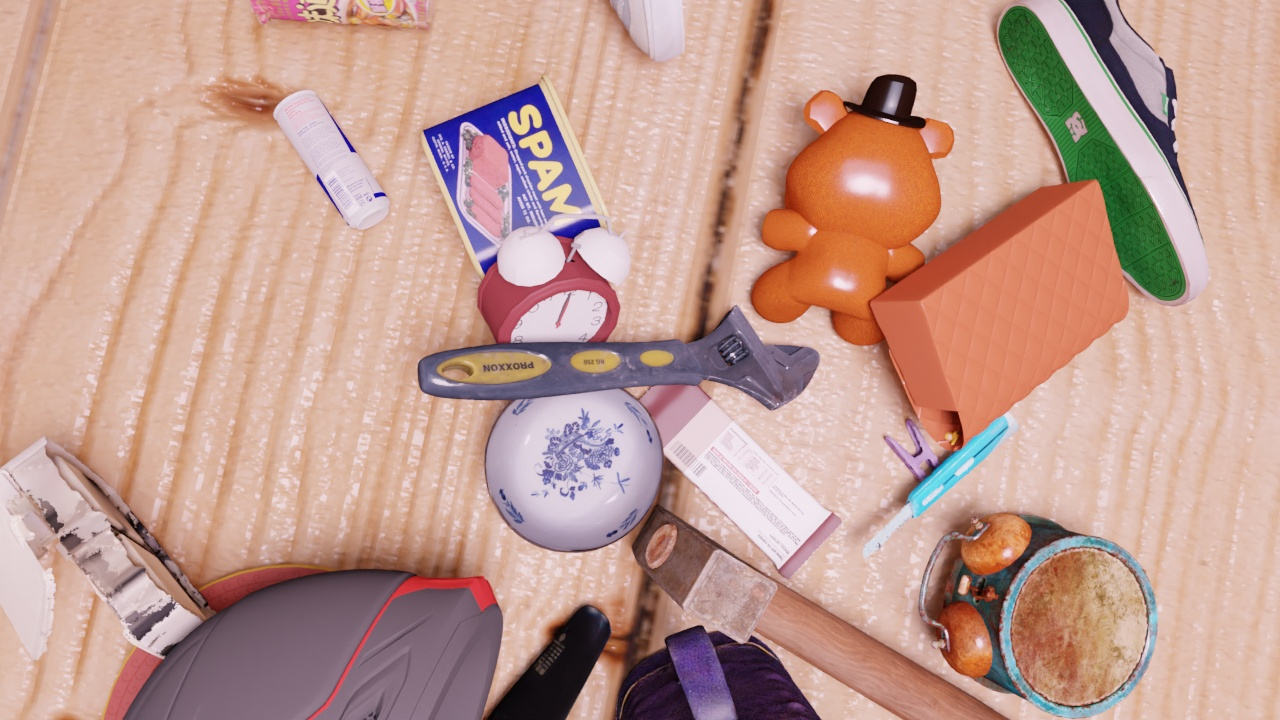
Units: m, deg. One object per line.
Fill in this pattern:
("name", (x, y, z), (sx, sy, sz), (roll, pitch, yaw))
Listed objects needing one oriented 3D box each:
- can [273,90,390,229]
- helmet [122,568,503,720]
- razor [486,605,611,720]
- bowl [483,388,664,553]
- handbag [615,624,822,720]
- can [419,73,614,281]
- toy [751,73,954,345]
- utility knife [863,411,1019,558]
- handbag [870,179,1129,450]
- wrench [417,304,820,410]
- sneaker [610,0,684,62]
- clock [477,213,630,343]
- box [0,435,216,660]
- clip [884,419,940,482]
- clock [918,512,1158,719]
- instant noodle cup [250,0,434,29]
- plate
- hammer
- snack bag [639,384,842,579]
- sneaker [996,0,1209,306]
("can", (-0.206, -0.133, 0.615), (0.032, 0.032, 0.095), (-35, 89, -5))
("helmet", (-0.197, 0.224, 0.500), (0.170, 0.164, 0.264), (17, 76, 9))
("razor", (-0.061, 0.232, 0.595), (0.067, 0.054, 0.151), (39, 75, -27))
("bowl", (-0.044, 0.067, 0.603), (0.114, 0.045, 0.114), (0, 85, -4))
("handbag", (0.061, 0.259, 0.520), (0.125, 0.205, 0.222), (-19, 93, -5))
("can", (-0.082, -0.116, 0.610), (0.092, 0.056, 0.116), (-23, 87, -4))
("toy", (0.142, -0.098, 0.604), (0.112, 0.096, 0.176), (17, 113, -2))
("utility knife", (0.202, 0.084, 0.620), (0.151, 0.015, 0.022), (-39, 116, -16))
("handbag", (0.240, -0.031, 0.606), (0.171, 0.060, 0.109), (-32, 106, -21))
("wrench", (-0.003, 0.004, 0.583), (0.273, 0.022, 0.073), (-3, 70, -25))
("sneaker", (-0.033, -0.306, 0.616), (0.091, 0.089, 0.242), (-14, 80, 0))
("clock", (-0.055, -0.042, 0.580), (0.087, 0.125, 0.044), (-4, 48, -32))
("box", (-0.332, 0.117, 0.488), (0.143, 0.193, 0.106), (41, 67, 17))
("clip", (0.191, 0.068, 0.635), (0.035, 0.013, 0.052), (-33, 91, -4))
("clock", (0.248, 0.159, 0.599), (0.157, 0.073, 0.121), (21, 85, -13))
("instant noodle cup", (-0.189, -0.263, 0.600), (0.108, 0.098, 0.097), (6, 85, -10))
("plate", (-0.226, 0.247, 0.591), (0.230, 0.021, 0.229), (0, 86, -3))
("hammer", (0.131, 0.186, 0.579), (0.300, 0.158, 0.037), (33, 84, -14))
("snack bag", (0.063, 0.074, 0.625), (0.158, 0.013, 0.057), (44, 87, 1))
("sneaker", (0.336, -0.154, 0.626), (0.079, 0.084, 0.235), (-24, 84, -5))
